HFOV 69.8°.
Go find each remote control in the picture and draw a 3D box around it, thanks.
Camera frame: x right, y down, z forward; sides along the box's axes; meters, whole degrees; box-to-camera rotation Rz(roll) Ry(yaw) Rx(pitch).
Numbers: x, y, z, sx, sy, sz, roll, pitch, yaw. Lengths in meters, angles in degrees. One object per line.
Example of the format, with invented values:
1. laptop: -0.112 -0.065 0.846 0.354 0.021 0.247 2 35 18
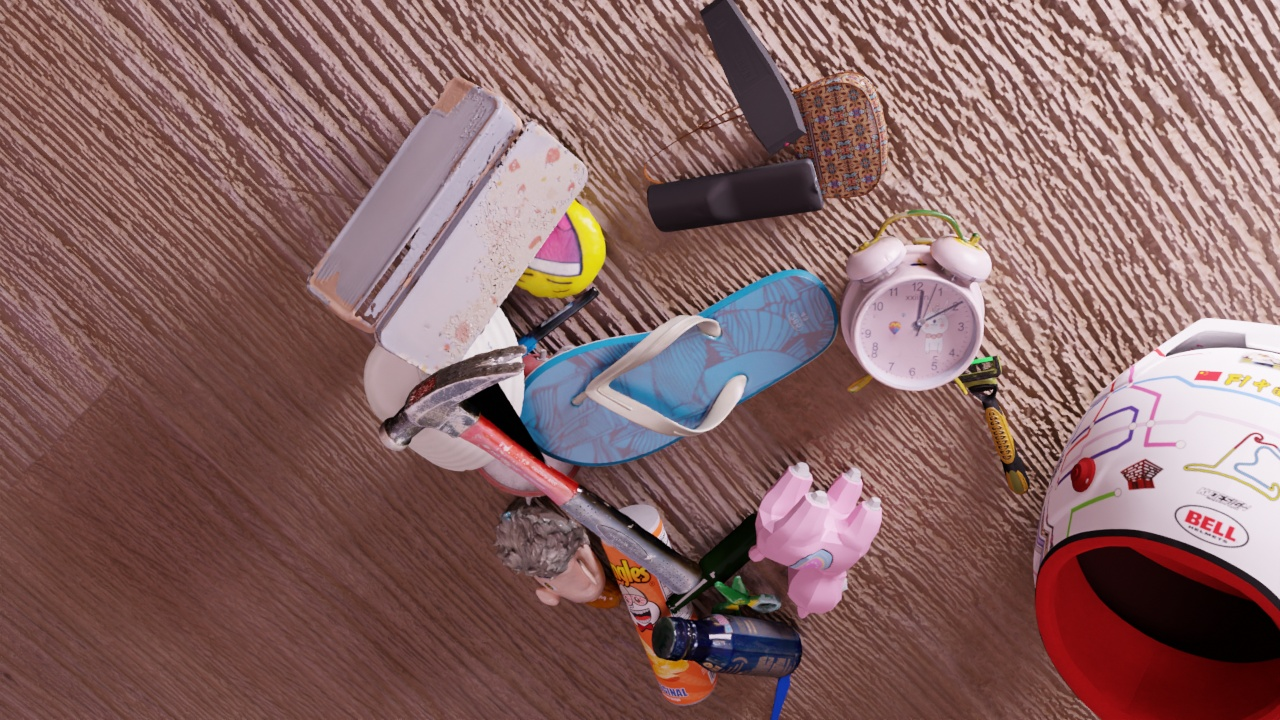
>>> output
1. remote control: 0.074 -0.130 0.739 0.141 0.021 0.045 -5 131 27
2. remote control: 0.083 -0.218 0.696 0.039 0.010 0.124 -28 87 29

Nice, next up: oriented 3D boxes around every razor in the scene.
1. razor: 0.315 0.060 0.810 0.044 0.021 0.144 -13 113 35

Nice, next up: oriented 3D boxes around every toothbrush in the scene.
1. toothbrush: 0.152 0.367 0.998 0.016 0.011 0.187 10 120 5

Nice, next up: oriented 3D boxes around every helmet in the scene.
1. helmet: 0.440 0.125 0.703 0.231 0.235 0.315 25 144 33

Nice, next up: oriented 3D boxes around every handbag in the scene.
1. handbag: 0.097 -0.168 0.738 0.196 0.043 0.093 -7 118 23

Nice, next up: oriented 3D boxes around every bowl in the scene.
1. bowl: -0.192 0.016 0.807 0.178 0.070 0.177 5 98 34

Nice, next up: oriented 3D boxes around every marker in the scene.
1. marker: -0.085 -0.029 0.839 0.123 0.018 0.015 -35 110 22

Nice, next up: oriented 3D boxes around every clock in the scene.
1. clock: 0.225 -0.048 0.752 0.117 0.058 0.158 2 115 9
2. clock: -0.091 0.051 0.856 0.110 0.061 0.157 36 111 -8

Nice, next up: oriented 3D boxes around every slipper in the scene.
1. slipper: 0.033 0.016 0.783 0.295 0.060 0.118 -25 108 5

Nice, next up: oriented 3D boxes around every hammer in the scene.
1. hammer: -0.056 0.111 0.797 0.141 0.036 0.326 -37 120 23

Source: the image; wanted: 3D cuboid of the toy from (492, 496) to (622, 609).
1. toy: -0.081 0.203 0.911 0.076 0.133 0.176 -52 122 -16

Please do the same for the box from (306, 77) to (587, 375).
1. box: -0.154 -0.106 0.748 0.121 0.094 0.217 34 88 28

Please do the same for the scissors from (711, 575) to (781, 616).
1. scissors: 0.107 0.231 0.898 0.078 0.013 0.132 -9 148 1

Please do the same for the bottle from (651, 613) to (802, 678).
1. bottle: 0.086 0.280 0.906 0.160 0.056 0.056 16 121 -30

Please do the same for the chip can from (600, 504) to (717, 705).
1. chip can: 0.020 0.250 0.932 0.062 0.062 0.210 -13 113 16

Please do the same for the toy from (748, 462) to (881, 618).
1. toy: 0.160 0.173 0.858 0.123 0.067 0.158 7 121 -22

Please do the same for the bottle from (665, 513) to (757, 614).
1. bottle: 0.074 0.199 0.888 0.123 0.033 0.033 -41 104 -1

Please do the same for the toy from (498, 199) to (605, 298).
1. toy: -0.077 -0.098 0.791 0.095 0.041 0.094 15 112 4
